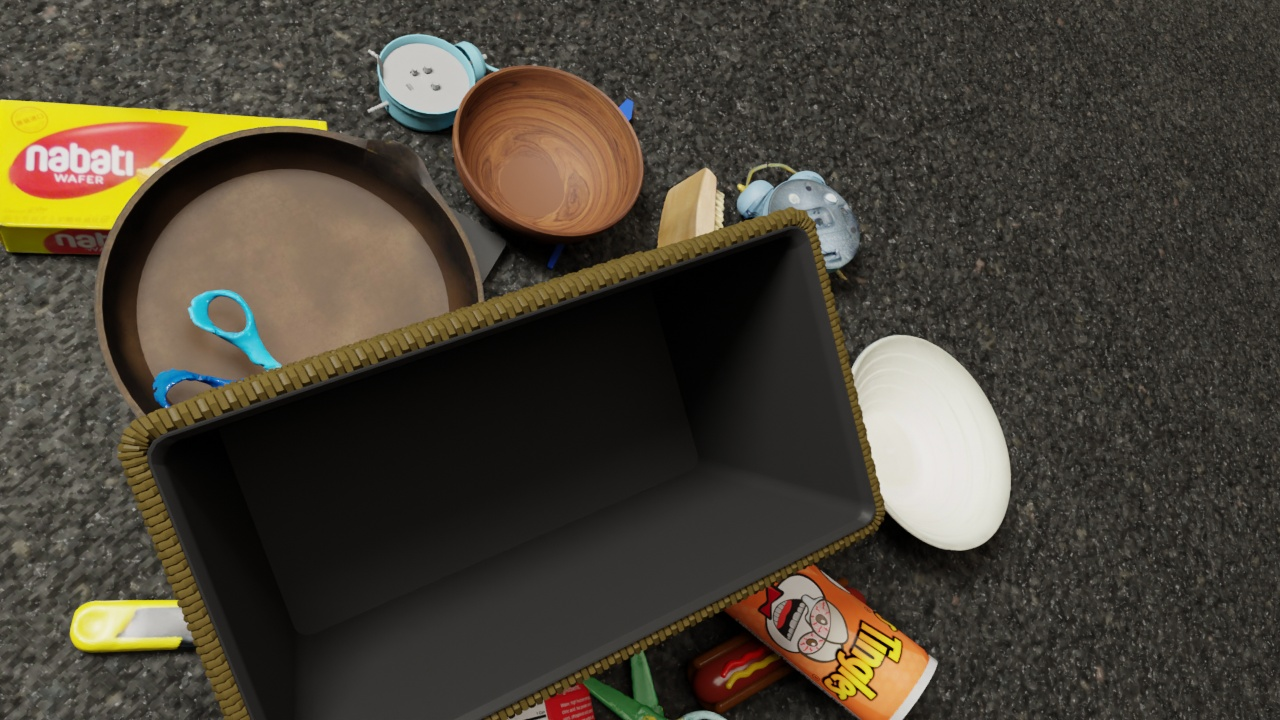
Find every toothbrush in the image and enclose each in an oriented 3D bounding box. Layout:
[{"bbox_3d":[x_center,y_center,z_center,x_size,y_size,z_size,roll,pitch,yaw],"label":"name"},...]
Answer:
[{"bbox_3d":[-0.040,-0.150,0.763,0.016,0.011,0.186,27,61,-10],"label":"toothbrush"}]

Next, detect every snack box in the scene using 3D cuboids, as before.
[{"bbox_3d":[-0.313,-0.119,0.618,0.200,0.042,0.092,-2,70,-23],"label":"snack box"}]

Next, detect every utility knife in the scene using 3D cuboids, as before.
[{"bbox_3d":[-0.240,0.156,0.547,0.171,0.020,0.028,5,68,-22],"label":"utility knife"}]

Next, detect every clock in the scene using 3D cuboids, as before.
[{"bbox_3d":[-0.151,-0.217,0.728,0.123,0.042,0.087,2,68,-20],"label":"clock"},{"bbox_3d":[0.135,-0.121,0.801,0.088,0.052,0.124,-16,74,-26],"label":"clock"}]

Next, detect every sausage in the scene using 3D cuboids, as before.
[{"bbox_3d":[0.102,0.202,0.657,0.155,0.040,0.040,-19,77,-28],"label":"sausage"}]

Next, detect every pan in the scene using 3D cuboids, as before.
[{"bbox_3d":[-0.166,0.001,0.610,0.356,0.043,0.248,33,74,-17],"label":"pan"}]

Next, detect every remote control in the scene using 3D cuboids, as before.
[{"bbox_3d":[-0.152,-0.051,0.673,0.058,0.013,0.133,31,60,-8],"label":"remote control"}]

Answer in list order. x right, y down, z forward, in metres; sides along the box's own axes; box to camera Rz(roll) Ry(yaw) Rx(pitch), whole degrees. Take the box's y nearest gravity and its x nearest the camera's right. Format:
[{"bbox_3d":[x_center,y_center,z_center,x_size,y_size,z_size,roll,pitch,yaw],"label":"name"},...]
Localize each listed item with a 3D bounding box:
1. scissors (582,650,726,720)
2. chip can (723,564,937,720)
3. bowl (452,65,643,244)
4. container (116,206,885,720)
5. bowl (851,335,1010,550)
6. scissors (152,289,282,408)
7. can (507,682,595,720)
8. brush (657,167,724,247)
[{"bbox_3d":[0.014,0.238,0.606,0.119,0.012,0.128,-7,74,-4],"label":"scissors"},{"bbox_3d":[0.092,0.158,0.622,0.210,0.062,0.062,37,58,17],"label":"chip can"},{"bbox_3d":[-0.078,-0.147,0.713,0.147,0.069,0.147,9,66,-20],"label":"bowl"},{"bbox_3d":[-0.072,0.051,0.499,0.320,0.205,0.176,-20,101,-22],"label":"container"},{"bbox_3d":[0.216,0.071,0.742,0.176,0.058,0.176,13,63,-27],"label":"bowl"},{"bbox_3d":[-0.224,0.023,0.554,0.135,0.016,0.086,36,69,-20],"label":"scissors"},{"bbox_3d":[-0.056,0.259,0.547,0.074,0.075,0.142,-6,71,-25],"label":"can"},{"bbox_3d":[0.044,-0.098,0.756,0.039,0.049,0.117,20,61,-35],"label":"brush"}]
